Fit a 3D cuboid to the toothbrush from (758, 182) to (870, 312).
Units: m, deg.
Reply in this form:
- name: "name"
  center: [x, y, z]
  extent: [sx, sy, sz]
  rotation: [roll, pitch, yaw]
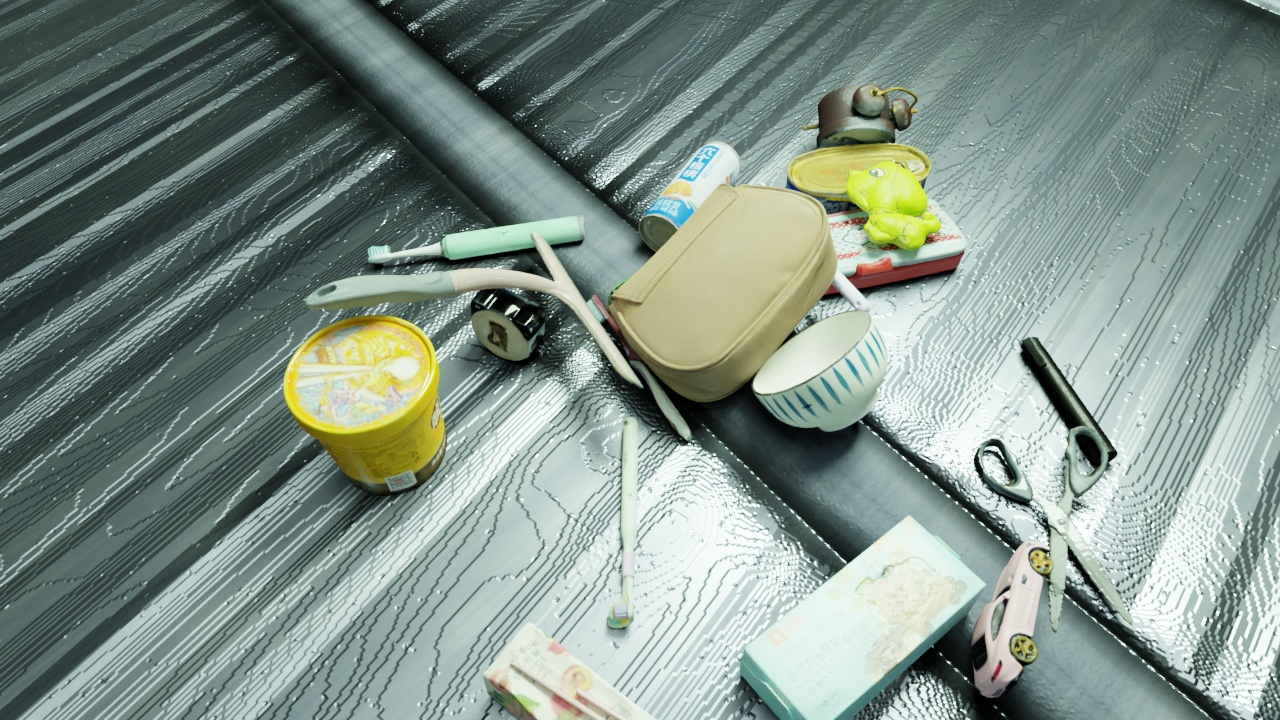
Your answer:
- name: "toothbrush"
  center: [0.158, -0.107, 0.869]
  extent: [0.021, 0.029, 0.189]
  rotation: [6, 38, -42]

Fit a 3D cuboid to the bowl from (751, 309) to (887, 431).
- name: "bowl"
  center: [0.160, 0.017, 0.778]
  extent: [0.116, 0.117, 0.066]
  rotation: [-44, 105, -27]

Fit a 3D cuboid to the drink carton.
- name: "drink carton"
  center: [-0.047, 0.241, 0.636]
  extent: [0.122, 0.046, 0.053]
  rotation: [30, 58, 23]

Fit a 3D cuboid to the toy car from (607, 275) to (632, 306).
- name: "toy car"
  center: [0.011, -0.069, 0.888]
  extent: [0.091, 0.036, 0.043]
  rotation: [-30, 55, -24]

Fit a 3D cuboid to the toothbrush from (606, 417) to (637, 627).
- name: "toothbrush"
  center: [-0.011, 0.123, 0.745]
  extent: [0.020, 0.029, 0.189]
  rotation: [29, 44, -29]

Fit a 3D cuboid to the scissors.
- name: "scissors"
  center: [0.331, 0.123, 0.726]
  extent: [0.159, 0.014, 0.178]
  rotation: [-43, 56, -12]

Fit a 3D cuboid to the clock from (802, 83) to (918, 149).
- name: "clock"
  center: [0.237, -0.255, 0.972]
  extent: [0.082, 0.122, 0.055]
  rotation: [11, 72, -35]

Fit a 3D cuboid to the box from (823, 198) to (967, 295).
- name: "box"
  center: [0.214, -0.113, 0.904]
  extent: [0.201, 0.047, 0.086]
  rotation: [-11, 52, -5]

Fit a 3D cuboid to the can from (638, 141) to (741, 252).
- name: "can"
  center: [0.054, -0.170, 0.952]
  extent: [0.053, 0.053, 0.134]
  rotation: [23, 56, 20]

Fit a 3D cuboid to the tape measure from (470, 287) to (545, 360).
- name: "tape measure"
  center: [-0.121, -0.032, 0.844]
  extent: [0.066, 0.066, 0.033]
  rotation: [25, 53, 14]

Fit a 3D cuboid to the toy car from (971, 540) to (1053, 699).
- name: "toy car"
  center: [0.265, 0.183, 0.661]
  extent: [0.037, 0.056, 0.122]
  rotation: [23, 55, 11]

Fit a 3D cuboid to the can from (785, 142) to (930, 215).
- name: "can"
  center: [0.224, -0.183, 0.956]
  extent: [0.148, 0.049, 0.074]
  rotation: [-7, 52, -3]

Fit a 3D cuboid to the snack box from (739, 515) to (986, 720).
- name: "snack box"
  center: [0.159, 0.193, 0.659]
  extent: [0.174, 0.052, 0.074]
  rotation: [-32, 58, -21]

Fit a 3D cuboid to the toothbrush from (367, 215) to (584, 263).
- name: "toothbrush"
  center: [-0.167, -0.121, 0.942]
  extent: [0.224, 0.026, 0.027]
  rotation: [-9, 73, -4]

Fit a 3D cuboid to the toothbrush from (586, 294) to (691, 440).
- name: "toothbrush"
  center: [-0.005, 0.005, 0.841]
  extent: [0.017, 0.016, 0.187]
  rotation: [-39, 57, 7]

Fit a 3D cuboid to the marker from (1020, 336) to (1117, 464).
- name: "marker"
  center: [0.369, 0.032, 0.796]
  extent: [0.020, 0.022, 0.132]
  rotation: [-32, 50, 18]

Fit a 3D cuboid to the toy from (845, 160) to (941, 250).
- name: "toy"
  center: [0.244, -0.150, 0.887]
  extent: [0.097, 0.031, 0.100]
  rotation: [14, 63, 9]

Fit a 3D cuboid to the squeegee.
- name: "squeegee"
  center: [-0.149, -0.059, 0.769]
  extent: [0.249, 0.040, 0.247]
  rotation: [-2, 37, -28]

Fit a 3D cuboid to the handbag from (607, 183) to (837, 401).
- name: "handbag"
  center: [0.077, -0.063, 0.823]
  extent: [0.148, 0.100, 0.204]
  rotation: [36, 76, 33]

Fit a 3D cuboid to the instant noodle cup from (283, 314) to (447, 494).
- name: "instant noodle cup"
  center: [-0.217, 0.043, 0.758]
  extent: [0.118, 0.115, 0.118]
  rotation: [-1, 51, 2]
